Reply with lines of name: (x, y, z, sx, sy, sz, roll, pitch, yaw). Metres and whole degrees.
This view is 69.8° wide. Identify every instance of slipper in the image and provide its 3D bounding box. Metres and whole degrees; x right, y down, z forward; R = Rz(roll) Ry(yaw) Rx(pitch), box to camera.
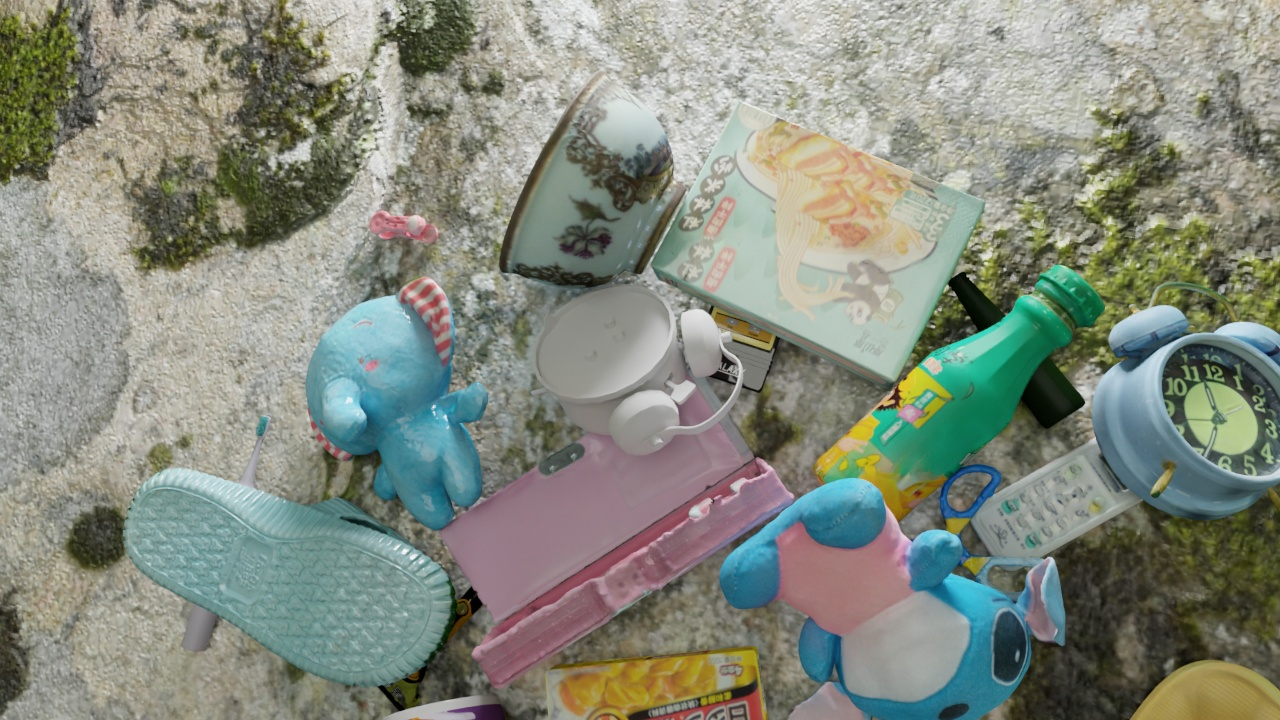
slipper: (-0.261, 0.156, 0.689, 0.276, 0.069, 0.116, 19, 85, 13)
slipper: (0.304, 0.298, 0.550, 0.099, 0.078, 0.263, 35, 86, 17)

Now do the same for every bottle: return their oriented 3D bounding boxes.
bottle: (0.259, -0.011, 0.645, 0.033, 0.033, 0.123, -34, 74, 2)
bottle: (0.212, 0.025, 0.610, 0.210, 0.068, 0.068, -45, 74, 10)

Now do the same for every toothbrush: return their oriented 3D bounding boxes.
toothbrush: (-0.326, 0.135, 0.729, 0.018, 0.019, 0.187, 12, 81, 16)

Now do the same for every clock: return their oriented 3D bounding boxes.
clock: (0.360, 0.024, 0.593, 0.118, 0.060, 0.161, 8, 65, -5)
clock: (-0.004, 0.004, 0.647, 0.159, 0.061, 0.119, 16, 58, 34)

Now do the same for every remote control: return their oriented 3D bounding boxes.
remote control: (0.085, -0.047, 0.694, 0.058, 0.013, 0.133, 18, 82, 13)
remote control: (0.291, 0.092, 0.623, 0.133, 0.022, 0.050, -30, 74, 3)

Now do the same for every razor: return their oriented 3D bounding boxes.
razor: (-0.141, 0.196, 0.684, 0.044, 0.021, 0.144, 42, 86, 15)

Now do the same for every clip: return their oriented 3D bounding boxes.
clip: (-0.196, -0.110, 0.749, 0.060, 0.045, 0.023, 15, 78, -1)

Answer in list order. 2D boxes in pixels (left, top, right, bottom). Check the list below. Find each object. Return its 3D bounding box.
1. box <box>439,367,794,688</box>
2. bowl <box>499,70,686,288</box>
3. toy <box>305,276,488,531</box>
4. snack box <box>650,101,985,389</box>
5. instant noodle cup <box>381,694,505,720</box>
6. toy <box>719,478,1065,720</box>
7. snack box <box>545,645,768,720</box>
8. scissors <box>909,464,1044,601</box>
box: (-0.027, 0.106, 0.633, 0.232, 0.106, 0.115, -32, 89, 0)
bowl: (-0.024, -0.115, 0.666, 0.094, 0.160, 0.160, 28, 84, -2)
toy: (-0.185, 0.040, 0.674, 0.184, 0.114, 0.180, -39, 68, 26)
snack box: (0.125, -0.085, 0.664, 0.193, 0.044, 0.141, 27, 85, 14)
instant noodle cup: (-0.131, 0.295, 0.612, 0.122, 0.136, 0.121, -28, 62, 31)
toy: (0.143, 0.164, 0.578, 0.191, 0.098, 0.225, 40, 121, -8)
snack box: (0.012, 0.246, 0.641, 0.152, 0.025, 0.075, -9, 77, 9)
scissors: (0.215, 0.132, 0.620, 0.123, 0.016, 0.125, 40, 106, 25)
